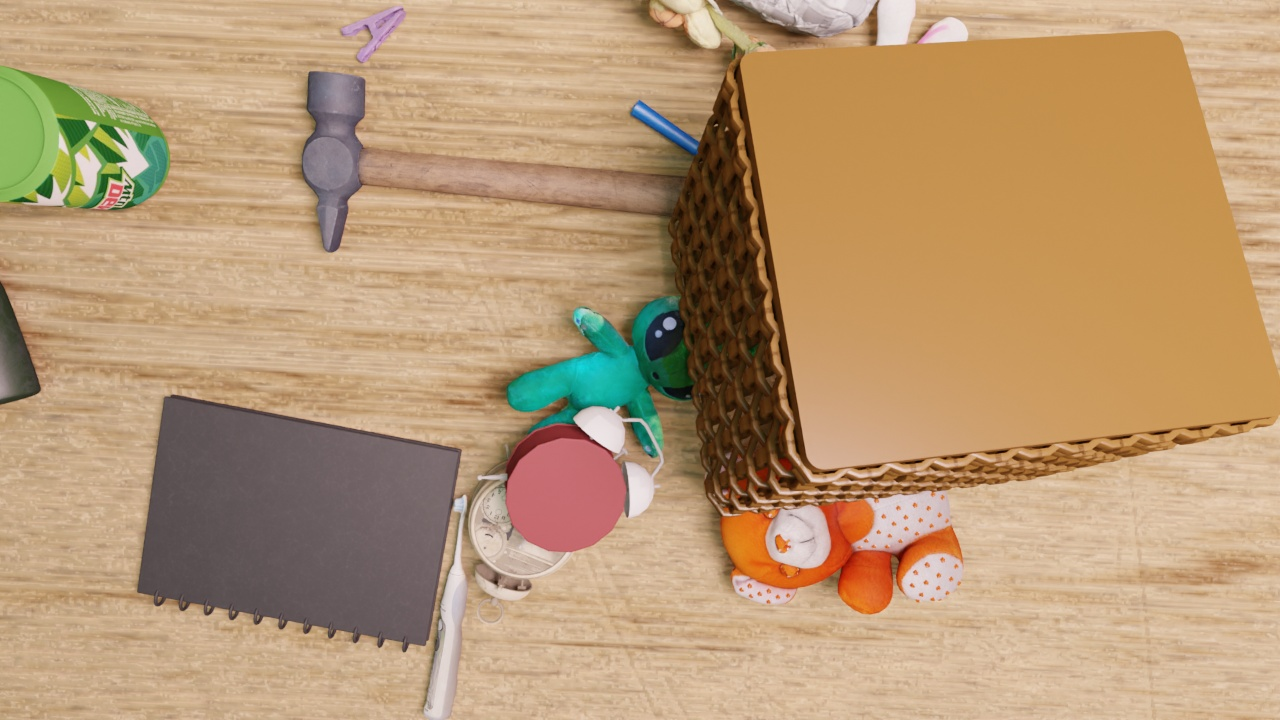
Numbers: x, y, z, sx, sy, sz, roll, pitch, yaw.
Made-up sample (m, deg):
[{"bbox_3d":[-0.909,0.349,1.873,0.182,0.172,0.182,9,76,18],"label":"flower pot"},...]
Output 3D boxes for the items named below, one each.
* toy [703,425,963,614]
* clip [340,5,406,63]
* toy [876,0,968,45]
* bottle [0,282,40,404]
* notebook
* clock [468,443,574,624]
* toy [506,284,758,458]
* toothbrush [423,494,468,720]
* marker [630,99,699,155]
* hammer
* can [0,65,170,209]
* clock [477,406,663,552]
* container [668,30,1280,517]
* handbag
[{"bbox_3d":[0.141,0.111,0.680,0.172,0.092,0.164,-17,96,4],"label":"toy"},{"bbox_3d":[-0.196,-0.240,0.680,0.051,0.014,0.045,-4,97,3],"label":"clip"},{"bbox_3d":[0.180,-0.199,0.668,0.076,0.037,0.125,24,99,-6],"label":"toy"},{"bbox_3d":[-0.506,-0.051,0.685,0.055,0.055,0.174,-15,95,2],"label":"bottle"},{"bbox_3d":[-0.270,0.131,0.723,0.231,0.019,0.169,11,96,-1],"label":"notebook"},{"bbox_3d":[-0.094,0.140,0.704,0.093,0.054,0.141,22,95,-3],"label":"clock"},{"bbox_3d":[-0.004,0.004,0.682,0.193,0.072,0.131,-24,115,-1],"label":"toy"},{"bbox_3d":[-0.149,0.196,0.728,0.024,0.022,0.186,6,99,-19],"label":"toothbrush"},{"bbox_3d":[0.055,-0.151,0.688,0.142,0.013,0.013,33,96,-3],"label":"marker"},{"bbox_3d":[-0.088,-0.132,0.682,0.322,0.040,0.129,5,101,-1],"label":"hammer"},{"bbox_3d":[-0.394,-0.146,0.626,0.083,0.144,0.083,0,97,1],"label":"can"},{"bbox_3d":[-0.045,0.085,0.652,0.124,0.044,0.087,-28,105,-3],"label":"clock"},{"bbox_3d":[0.168,-0.037,0.551,0.251,0.214,0.219,-6,77,-8],"label":"container"},{"bbox_3d":[0.076,-0.264,0.627,0.171,0.112,0.123,24,106,-3],"label":"handbag"}]
